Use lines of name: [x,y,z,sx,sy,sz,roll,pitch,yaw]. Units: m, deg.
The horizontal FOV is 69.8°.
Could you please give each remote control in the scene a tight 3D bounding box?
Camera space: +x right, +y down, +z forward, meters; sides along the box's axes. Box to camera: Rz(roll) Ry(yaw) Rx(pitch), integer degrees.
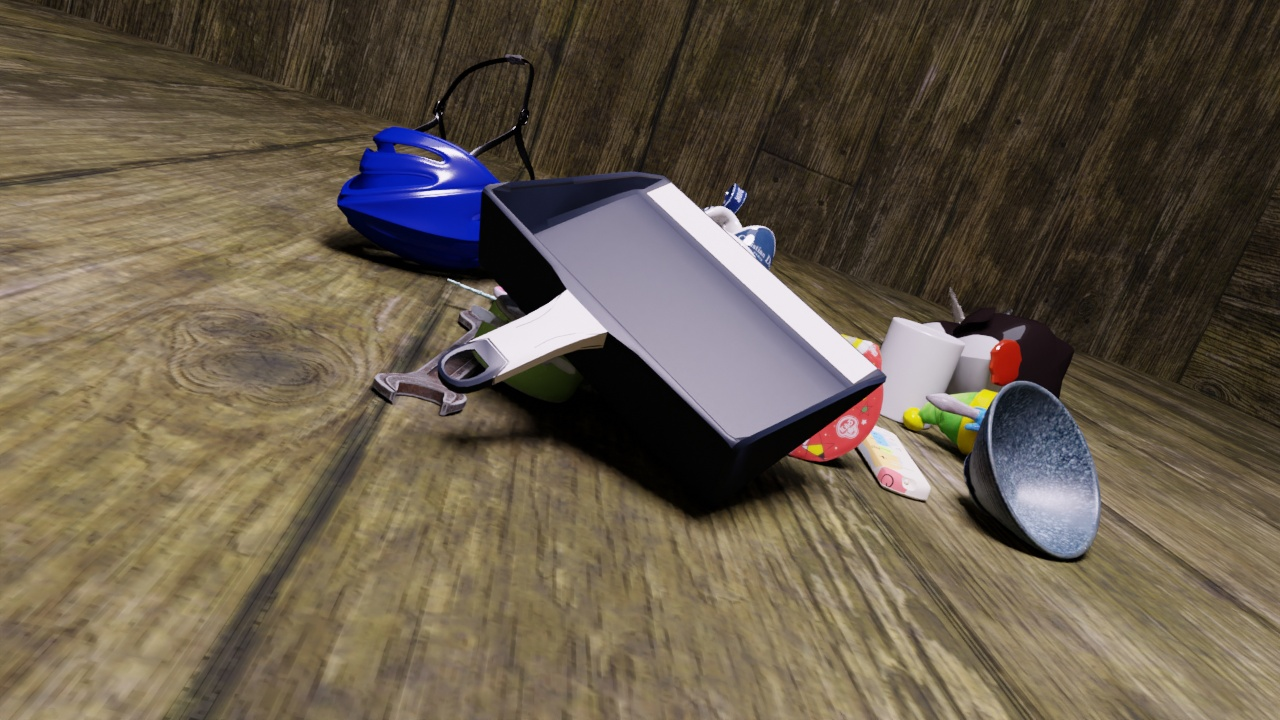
remote control: [0.203,0.081,0.752,0.038,0.018,0.125,18,15,-4]

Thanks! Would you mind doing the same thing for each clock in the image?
clock: [-0.073,-0.010,0.648,0.094,0.043,0.119,33,14,5]

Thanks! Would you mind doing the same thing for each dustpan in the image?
dustpan: [-0.004,-0.029,0.563,0.272,0.080,0.236,-30,64,-29]

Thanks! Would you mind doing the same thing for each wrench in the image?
wrench: [-0.123,-0.005,0.660,0.070,0.010,0.273,19,13,0]

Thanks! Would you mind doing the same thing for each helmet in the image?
helmet: [-0.183,-0.203,0.909,0.148,0.228,0.241,17,8,36]

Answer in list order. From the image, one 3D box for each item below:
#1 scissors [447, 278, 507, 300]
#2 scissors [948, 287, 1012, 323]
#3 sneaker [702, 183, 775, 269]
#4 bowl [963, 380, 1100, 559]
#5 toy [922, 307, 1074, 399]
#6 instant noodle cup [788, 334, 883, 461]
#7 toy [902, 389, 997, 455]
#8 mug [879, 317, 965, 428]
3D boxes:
scissors: [-0.087,-0.041,0.820,0.177,0.013,0.170,23,5,-7]
scissors: [0.401,0.018,1.130,0.015,0.202,0.205,-17,72,-34]
sneaker: [0.049,-0.049,0.698,0.103,0.133,0.268,42,21,-23]
bowl: [0.291,0.089,0.712,0.137,0.137,0.057,10,-24,-33]
toy: [0.381,0.005,1.055,0.139,0.159,0.184,-26,20,-26]
instant noodle cup: [0.128,0.022,0.748,0.100,0.100,0.112,17,4,-10]
toy: [0.327,0.069,0.890,0.131,0.097,0.124,44,28,20]
mug: [0.287,0.008,0.995,0.078,0.097,0.112,16,13,-15]
